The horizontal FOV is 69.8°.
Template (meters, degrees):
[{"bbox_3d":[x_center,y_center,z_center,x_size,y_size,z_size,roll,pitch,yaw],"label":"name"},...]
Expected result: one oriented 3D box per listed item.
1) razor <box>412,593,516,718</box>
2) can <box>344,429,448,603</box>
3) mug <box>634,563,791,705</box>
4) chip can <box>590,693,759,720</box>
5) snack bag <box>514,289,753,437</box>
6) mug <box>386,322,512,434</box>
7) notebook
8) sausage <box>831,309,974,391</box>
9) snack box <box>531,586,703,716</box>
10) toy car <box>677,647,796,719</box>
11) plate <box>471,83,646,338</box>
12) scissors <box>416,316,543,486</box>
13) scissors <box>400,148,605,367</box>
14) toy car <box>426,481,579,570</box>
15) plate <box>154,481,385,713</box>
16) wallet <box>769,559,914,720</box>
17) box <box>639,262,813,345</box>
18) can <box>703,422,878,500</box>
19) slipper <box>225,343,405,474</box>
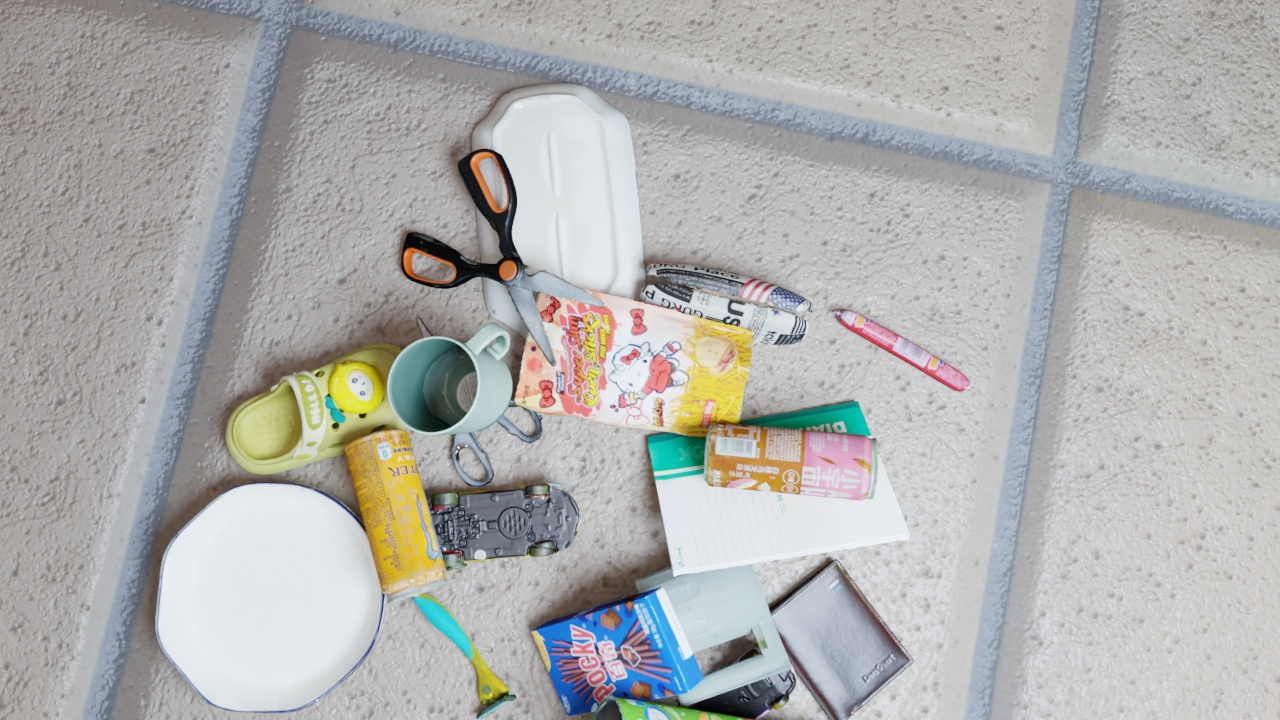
[{"bbox_3d":[-0.166,0.266,0.844,0.043,0.028,0.132,-38,88,26],"label":"razor"},{"bbox_3d":[-0.218,0.137,0.818,0.058,0.058,0.146,-18,79,-3],"label":"can"},{"bbox_3d":[0.062,0.232,0.816,0.103,0.084,0.123,-20,58,-2],"label":"mug"},{"bbox_3d":[0.069,0.335,0.773,0.235,0.072,0.072,18,83,-24],"label":"chip can"},{"bbox_3d":[-0.005,0.005,0.852,0.208,0.073,0.129,11,101,-1],"label":"snack bag"},{"bbox_3d":[-0.156,0.013,0.815,0.082,0.106,0.112,41,94,10],"label":"mug"},{"bbox_3d":[0.120,0.113,0.836,0.209,0.012,0.150,-9,50,-3],"label":"notebook"},{"bbox_3d":[0.254,-0.011,0.888,0.156,0.020,0.020,30,84,2],"label":"sausage"},{"bbox_3d":[-0.024,0.256,0.800,0.158,0.026,0.084,-28,83,39],"label":"snack box"},{"bbox_3d":[0.086,0.309,0.841,0.122,0.037,0.056,-38,87,8],"label":"toy car"},{"bbox_3d":[-0.080,-0.147,0.890,0.162,0.034,0.265,-5,84,-1],"label":"plate"},{"bbox_3d":[-0.171,0.041,0.878,0.159,0.014,0.171,3,82,0],"label":"scissors"},{"bbox_3d":[-0.136,-0.092,0.854,0.224,0.021,0.220,-12,80,22],"label":"scissors"},{"bbox_3d":[-0.132,0.153,0.850,0.156,0.041,0.071,-7,84,3],"label":"toy car"},{"bbox_3d":[-0.332,0.214,0.840,0.205,0.045,0.204,0,83,-2],"label":"plate"},{"bbox_3d":[0.182,0.262,0.857,0.096,0.020,0.122,-37,88,-5],"label":"wallet"},{"bbox_3d":[0.084,-0.067,0.868,0.163,0.074,0.079,15,75,3],"label":"box"},{"bbox_3d":[0.131,0.089,0.807,0.147,0.058,0.058,5,83,8],"label":"can"},{"bbox_3d":[-0.296,0.048,0.842,0.190,0.081,0.091,-22,87,-1],"label":"slipper"}]
